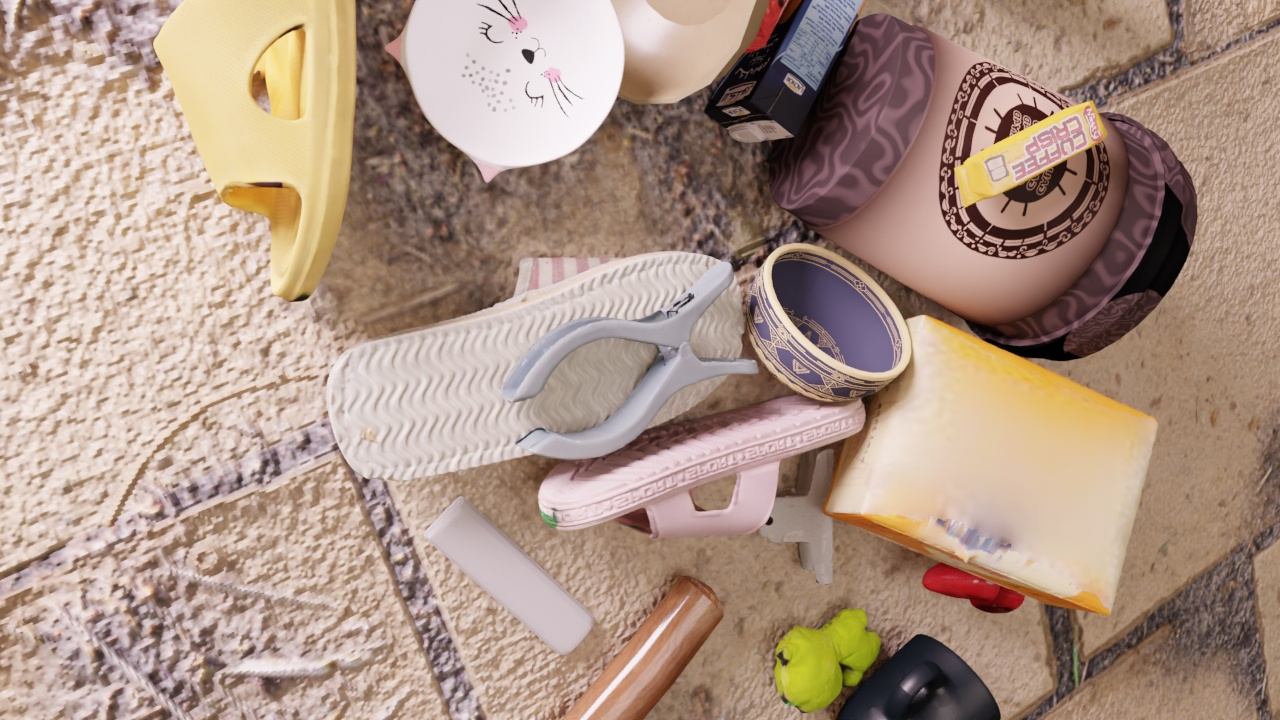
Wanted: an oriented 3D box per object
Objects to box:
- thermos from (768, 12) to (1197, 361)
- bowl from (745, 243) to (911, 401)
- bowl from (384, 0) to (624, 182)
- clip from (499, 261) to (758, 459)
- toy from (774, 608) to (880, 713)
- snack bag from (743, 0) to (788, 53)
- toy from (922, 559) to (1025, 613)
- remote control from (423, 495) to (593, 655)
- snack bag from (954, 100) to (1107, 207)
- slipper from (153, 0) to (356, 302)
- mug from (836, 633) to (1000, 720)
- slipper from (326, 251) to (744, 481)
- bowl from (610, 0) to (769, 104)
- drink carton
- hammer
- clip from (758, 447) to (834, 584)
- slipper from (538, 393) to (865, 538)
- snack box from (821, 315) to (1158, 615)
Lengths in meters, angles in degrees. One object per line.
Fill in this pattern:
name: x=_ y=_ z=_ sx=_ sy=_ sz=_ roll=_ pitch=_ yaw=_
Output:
thermos: x=0.213 y=-0.113 z=0.600 sx=0.226 sy=0.173 sz=0.172 roll=21 pitch=89 yaw=-21
bowl: x=0.115 y=-0.016 z=0.610 sx=0.112 sy=0.112 sz=0.061 roll=10 pitch=138 yaw=-27
bowl: x=-0.068 y=-0.166 z=0.504 sx=0.114 sy=0.050 sz=0.115 roll=-1 pitch=105 yaw=-5
clip: x=-0.007 y=-0.013 z=0.525 sx=0.162 sy=0.028 sz=0.112 roll=-23 pitch=109 yaw=-27
toy: x=0.139 y=0.224 z=0.688 sx=0.093 sy=0.036 sz=0.094 roll=-46 pitch=121 yaw=-18
snack bag: x=0.076 y=-0.270 z=0.548 sx=0.082 sy=0.082 sz=0.176 roll=29 pitch=85 yaw=-27
toy: x=0.281 y=0.126 z=0.714 sx=0.124 sy=0.097 sz=0.131 roll=25 pitch=63 yaw=-30
remote control: x=-0.080 y=0.139 z=0.580 sx=0.033 sy=0.012 sz=0.131 roll=-47 pitch=114 yaw=-12
snack bag: x=0.219 y=-0.116 z=0.510 sx=0.099 sy=0.020 sz=0.026 roll=-26 pitch=101 yaw=-11
slipper: x=-0.183 y=-0.159 z=0.432 sx=0.078 sy=0.100 sz=0.263 roll=-2 pitch=95 yaw=-35
mug: x=0.205 y=0.261 z=0.687 sx=0.094 sy=0.085 sz=0.122 roll=-36 pitch=141 yaw=-16
slipper: x=-0.056 y=-0.004 z=0.547 sx=0.262 sy=0.052 sz=0.115 roll=-17 pitch=104 yaw=-26
bowl: x=0.012 y=-0.221 z=0.499 sx=0.050 sy=0.153 sz=0.152 roll=-33 pitch=113 yaw=-43
drink carton: x=0.096 y=-0.203 z=0.578 sx=0.040 sy=0.064 sz=0.130 roll=30 pitch=86 yaw=-25
hammer: x=-0.056 y=0.259 z=0.598 sx=0.300 sy=0.037 sz=0.158 roll=-46 pitch=114 yaw=-12
clip: x=0.113 y=0.111 z=0.666 sx=0.056 sy=0.056 sz=0.102 roll=-25 pitch=115 yaw=-67
slipper: x=0.045 y=0.074 z=0.586 sx=0.238 sy=0.094 sz=0.064 roll=-15 pitch=101 yaw=-29
snack box: x=0.245 y=0.074 z=0.630 sx=0.195 sy=0.081 sz=0.145 roll=23 pitch=78 yaw=-9
